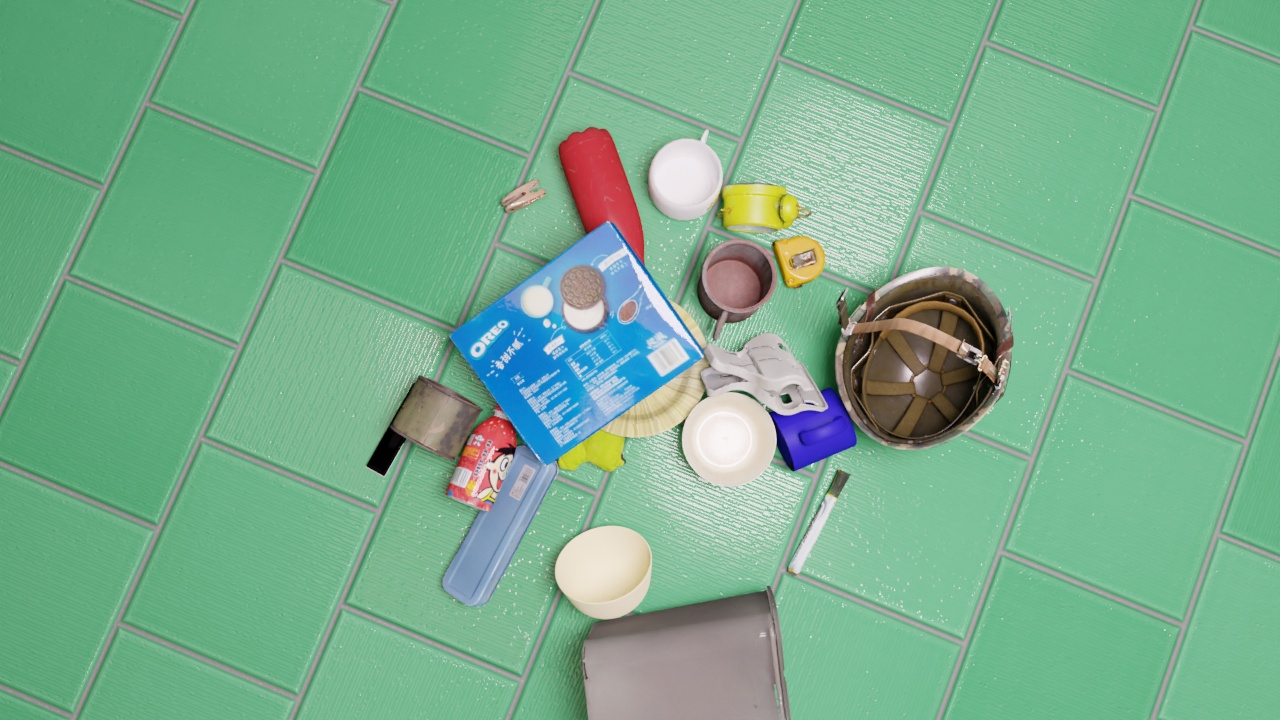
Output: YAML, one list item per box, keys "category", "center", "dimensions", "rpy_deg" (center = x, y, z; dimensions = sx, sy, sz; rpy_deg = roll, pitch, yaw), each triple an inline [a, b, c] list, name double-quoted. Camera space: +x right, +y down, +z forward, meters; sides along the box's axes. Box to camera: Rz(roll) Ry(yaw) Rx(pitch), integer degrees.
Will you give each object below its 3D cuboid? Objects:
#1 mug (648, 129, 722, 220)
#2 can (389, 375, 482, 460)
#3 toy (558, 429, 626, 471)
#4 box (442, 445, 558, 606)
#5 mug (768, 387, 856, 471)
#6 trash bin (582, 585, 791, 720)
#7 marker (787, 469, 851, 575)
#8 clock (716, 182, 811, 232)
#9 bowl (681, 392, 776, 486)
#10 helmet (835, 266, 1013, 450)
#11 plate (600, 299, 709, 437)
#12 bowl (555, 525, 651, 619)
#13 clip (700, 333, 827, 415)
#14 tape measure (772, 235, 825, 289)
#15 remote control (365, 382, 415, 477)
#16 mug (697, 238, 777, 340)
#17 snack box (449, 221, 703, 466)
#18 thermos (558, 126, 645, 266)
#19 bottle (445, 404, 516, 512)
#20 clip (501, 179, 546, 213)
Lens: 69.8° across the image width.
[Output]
- category: "mug"
  center: [0.061, -0.240, 1.174]
  dimensions: [0.094, 0.068, 0.115]
  rpy_deg: [24, 85, 2]
- category: "can"
  center: [-0.251, 0.070, 1.133]
  dimensions: [0.090, 0.090, 0.074]
  rpy_deg: [28, 85, 2]
- category: "toy"
  center: [-0.065, 0.105, 1.160]
  dimensions: [0.093, 0.036, 0.094]
  rpy_deg: [-33, 79, 2]
- category: "box"
  center: [-0.175, 0.209, 1.159]
  dimensions: [0.067, 0.052, 0.209]
  rpy_deg: [25, 82, 24]
- category: "mug"
  center: [0.213, 0.085, 1.124]
  dimensions: [0.083, 0.111, 0.079]
  rpy_deg: [-22, 90, -3]
- category: "trash bin"
  center: [0.057, 0.379, 1.064]
  dimensions: [0.220, 0.197, 0.197]
  rpy_deg: [-7, 86, 5]
- category: "marker"
  center: [0.226, 0.205, 1.161]
  dimensions: [0.017, 0.017, 0.146]
  rpy_deg: [28, 85, 2]
- category: "clock"
  center: [0.157, -0.194, 1.164]
  dimensions: [0.119, 0.083, 0.057]
  rpy_deg: [3, 90, 3]
- category: "bowl"
  center: [0.108, 0.099, 1.147]
  dimensions: [0.115, 0.062, 0.115]
  rpy_deg: [0, 85, -1]
- category: "helmet"
  center: [0.330, -0.005, 1.072]
  dimensions: [0.193, 0.236, 0.224]
  rpy_deg: [22, 95, 25]
- category: "plate"
  center: [-0.007, 0.007, 1.165]
  dimensions: [0.184, 0.036, 0.184]
  rpy_deg: [0, 81, -1]
- category: "bowl"
  center: [-0.039, 0.271, 1.120]
  dimensions: [0.118, 0.117, 0.074]
  rpy_deg: [-14, 127, -2]
- category: "clip"
  center: [0.148, 0.008, 1.115]
  dimensions: [0.150, 0.125, 0.089]
  rpy_deg: [13, 113, -13]
- category: "tape measure"
  center: [0.209, -0.129, 1.185]
  dimensions: [0.059, 0.030, 0.068]
  rpy_deg: [-17, 86, 0]
- category: "remote control"
  center: [-0.308, 0.088, 1.170]
  dimensions: [0.028, 0.012, 0.124]
  rpy_deg: [29, 85, 2]
- category: "mug"
  center: [0.112, -0.081, 1.142]
  dimensions: [0.096, 0.110, 0.123]
  rpy_deg: [23, 85, 7]
- category: "snack box"
  center: [-0.075, -0.019, 1.093]
  dimensions: [0.239, 0.056, 0.195]
  rpy_deg: [-35, 95, 7]
- category: "thermos"
  center: [-0.035, -0.174, 1.154]
  dimensions: [0.073, 0.073, 0.239]
  rpy_deg: [-19, 79, -2]
- category: "bottle"
  center: [-0.187, 0.114, 1.134]
  dimensions: [0.062, 0.062, 0.137]
  rpy_deg: [22, 77, 1]
- category: "clip"
  center: [-0.150, -0.211, 1.194]
  dimensions: [0.049, 0.026, 0.061]
  rpy_deg: [26, 78, -2]
